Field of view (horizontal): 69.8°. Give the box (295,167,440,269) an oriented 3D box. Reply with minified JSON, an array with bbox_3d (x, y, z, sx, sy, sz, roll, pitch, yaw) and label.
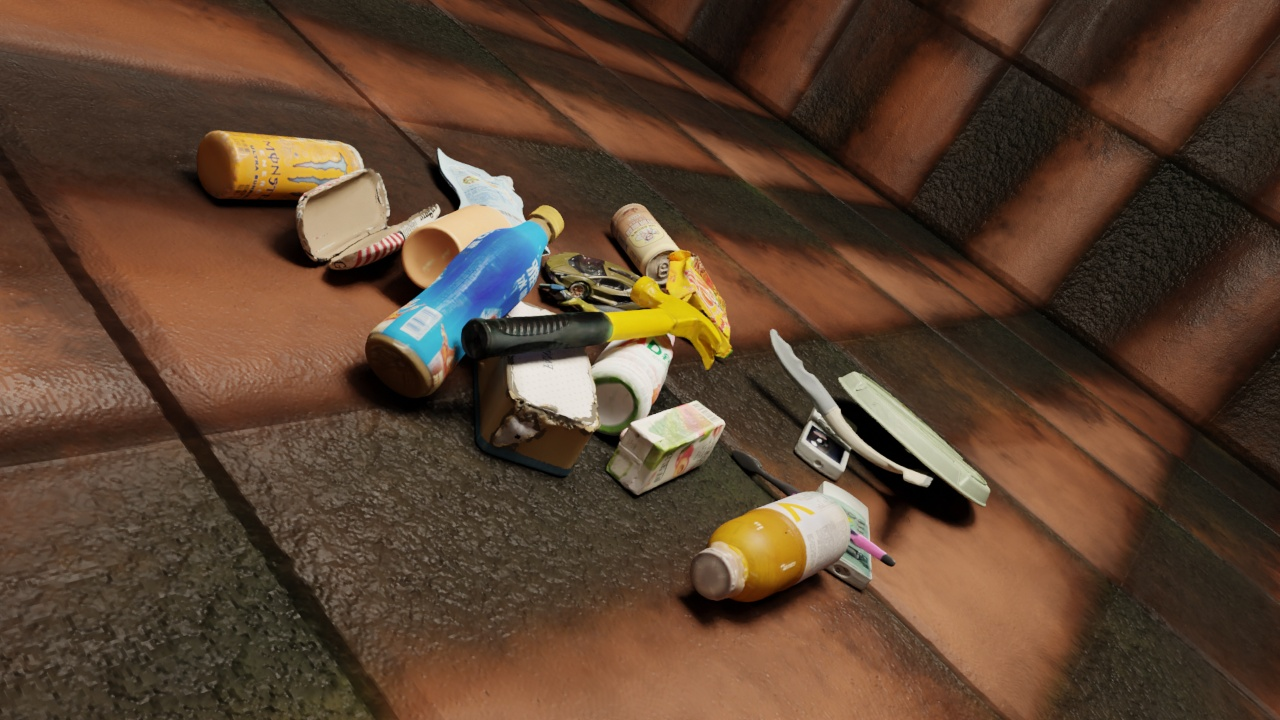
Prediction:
[{"bbox_3d":[-0.243,-0.130,0.840,0.086,0.076,0.162,0,20,8],"label":"box"}]

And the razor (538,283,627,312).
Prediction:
[{"bbox_3d":[-0.043,-0.056,1.009,0.142,0.022,0.043,16,0,-26],"label":"razor"}]

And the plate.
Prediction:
[{"bbox_3d":[0.337,0.091,1.123,0.230,0.027,0.230,39,11,-10],"label":"plate"}]

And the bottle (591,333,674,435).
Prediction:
[{"bbox_3d":[-0.005,0.005,0.887,0.068,0.068,0.196,33,24,0],"label":"bottle"}]

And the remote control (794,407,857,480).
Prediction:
[{"bbox_3d":[0.215,0.089,1.054,0.058,0.021,0.149,35,24,6],"label":"remote control"}]

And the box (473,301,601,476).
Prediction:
[{"bbox_3d":[-0.092,0.013,0.779,0.089,0.063,0.184,23,24,-22],"label":"box"}]

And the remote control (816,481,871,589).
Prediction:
[{"bbox_3d":[0.195,0.165,0.888,0.056,0.019,0.134,32,24,-1],"label":"remote control"}]

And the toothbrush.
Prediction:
[{"bbox_3d":[0.162,0.138,0.872,0.189,0.014,0.017,34,13,30],"label":"toothbrush"}]

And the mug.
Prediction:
[{"bbox_3d":[-0.170,-0.103,0.853,0.078,0.078,0.122,34,16,2],"label":"mug"}]

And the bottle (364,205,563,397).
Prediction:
[{"bbox_3d":[-0.133,-0.060,0.754,0.065,0.065,0.218,34,51,3],"label":"bottle"}]

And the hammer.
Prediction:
[{"bbox_3d":[-0.035,-0.028,0.800,0.129,0.033,0.300,36,25,28],"label":"hammer"}]

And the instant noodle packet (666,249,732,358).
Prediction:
[{"bbox_3d":[0.072,-0.071,1.120,0.111,0.044,0.128,50,19,-22],"label":"instant noodle packet"}]

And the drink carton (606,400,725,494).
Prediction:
[{"bbox_3d":[0.023,0.074,0.811,0.045,0.054,0.122,38,25,21],"label":"drink carton"}]

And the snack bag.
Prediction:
[{"bbox_3d":[-0.175,-0.185,1.075,0.110,0.039,0.191,9,31,-32],"label":"snack bag"}]

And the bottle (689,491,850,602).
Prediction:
[{"bbox_3d":[0.106,0.152,0.745,0.068,0.068,0.189,45,27,25],"label":"bottle"}]

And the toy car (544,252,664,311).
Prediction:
[{"bbox_3d":[-0.036,-0.086,1.056,0.158,0.042,0.070,18,27,-23],"label":"toy car"}]

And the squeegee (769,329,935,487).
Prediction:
[{"bbox_3d":[0.224,0.060,1.037,0.246,0.039,0.246,46,11,16],"label":"squeegee"}]

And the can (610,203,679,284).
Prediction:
[{"bbox_3d":[0.007,-0.155,1.212,0.058,0.059,0.116,12,31,-39],"label":"can"}]

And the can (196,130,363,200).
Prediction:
[{"bbox_3d":[-0.329,-0.177,0.848,0.058,0.058,0.145,42,26,18],"label":"can"}]
